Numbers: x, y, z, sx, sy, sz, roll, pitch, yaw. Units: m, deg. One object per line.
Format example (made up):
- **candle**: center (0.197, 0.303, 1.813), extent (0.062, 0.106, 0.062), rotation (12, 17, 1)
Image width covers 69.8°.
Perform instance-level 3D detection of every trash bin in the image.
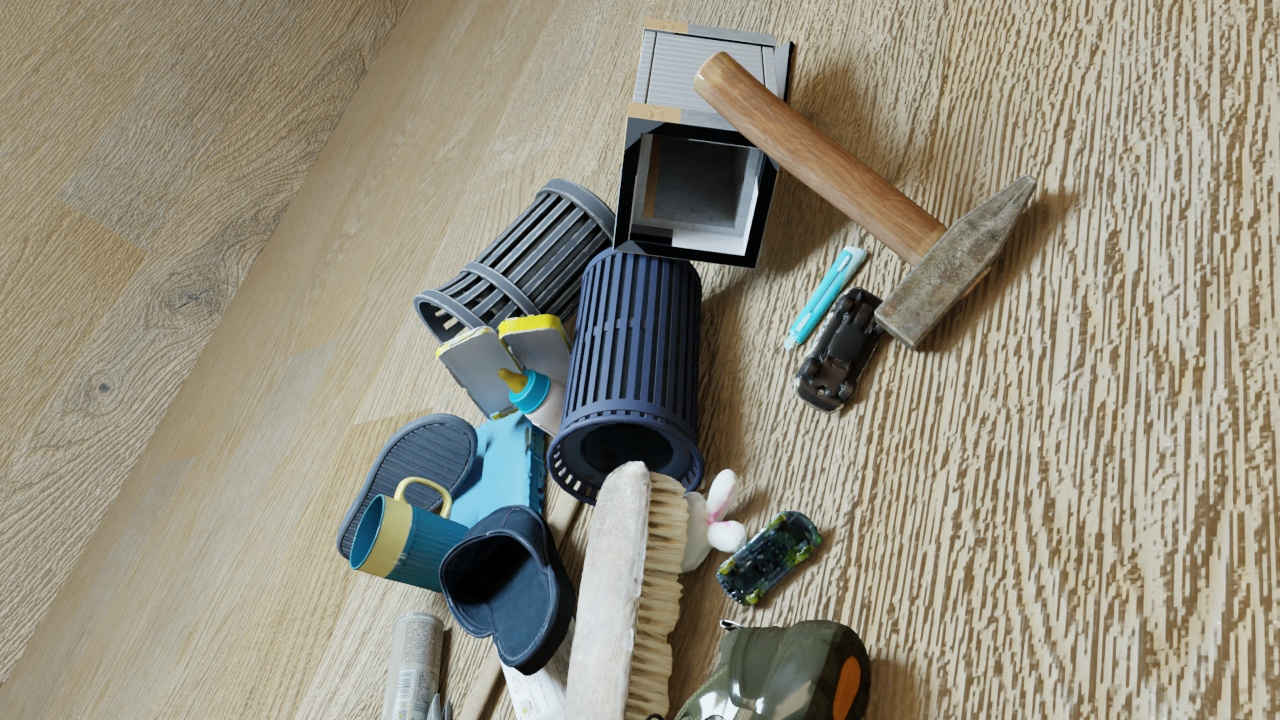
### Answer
- **trash bin**: center (-0.131, -0.095, 1.099), extent (0.227, 0.164, 0.164), rotation (-49, 30, -20)
- **trash bin**: center (-0.006, 0.005, 0.894), extent (0.140, 0.139, 0.248), rotation (-29, 37, 32)
- **trash bin**: center (0.059, -0.231, 0.949), extent (0.246, 0.142, 0.143), rotation (-84, 1, -50)

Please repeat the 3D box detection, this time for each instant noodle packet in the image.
- **instant noodle packet**: center (-0.086, 0.269, 0.821), extent (0.087, 0.026, 0.134), rotation (-36, 44, 4)

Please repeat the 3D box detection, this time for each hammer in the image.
- **hammer**: center (-0.120, 0.241, 0.910), extent (0.120, 0.030, 0.330), rotation (-3, 57, 50)
- **hammer**: center (0.164, -0.164, 0.764), extent (0.301, 0.037, 0.158), rotation (43, 95, 16)

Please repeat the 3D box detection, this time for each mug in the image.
- **mug**: center (-0.245, 0.188, 1.004), extent (0.083, 0.107, 0.113), rotation (-15, 55, 60)

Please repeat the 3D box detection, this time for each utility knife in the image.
- **utility knife**: center (0.169, -0.056, 0.847), extent (0.022, 0.015, 0.116), rotation (33, 87, 28)

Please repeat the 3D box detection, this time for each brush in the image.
- **brush**: center (-0.012, 0.214, 0.736), extent (0.083, 0.056, 0.270), rotation (-27, 49, 49)

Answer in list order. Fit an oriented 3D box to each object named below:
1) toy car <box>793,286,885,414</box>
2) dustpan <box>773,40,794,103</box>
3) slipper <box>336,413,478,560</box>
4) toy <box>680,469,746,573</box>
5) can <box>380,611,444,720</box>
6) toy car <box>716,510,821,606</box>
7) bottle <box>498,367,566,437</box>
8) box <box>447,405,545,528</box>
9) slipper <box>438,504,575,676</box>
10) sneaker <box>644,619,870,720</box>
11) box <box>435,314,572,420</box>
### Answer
- **toy car**: center (0.168, -0.008, 0.775), extent (0.112, 0.048, 0.040), rotation (-59, 1, -10)
- **dustpan**: center (0.080, -0.300, 1.181), extent (0.258, 0.033, 0.162), rotation (-14, 48, 32)
- **slipper**: center (-0.294, 0.147, 1.139), extent (0.264, 0.101, 0.082), rotation (-50, 23, 24)
- **toy**: center (0.043, 0.146, 0.789), extent (0.126, 0.037, 0.075), rotation (-33, 41, 38)
- **can**: center (-0.234, 0.331, 0.943), extent (0.054, 0.054, 0.135), rotation (-35, 37, 25)
- **toy car**: center (0.100, 0.152, 0.715), extent (0.090, 0.038, 0.027), rotation (-44, -8, 11)
- **bottle**: center (-0.091, 0.047, 0.949), extent (0.051, 0.146, 0.051), rotation (-32, 38, 29)
- **box**: center (-0.176, 0.138, 1.080), extent (0.175, 0.033, 0.231), rotation (-38, 35, 27)
- **slipper**: center (-0.139, 0.189, 0.850), extent (0.109, 0.083, 0.266), rotation (-56, 22, -2)
- **sneaker**: center (0.045, 0.270, 0.596), extent (0.143, 0.101, 0.237), rotation (2, 55, 40)
- **box**: center (-0.127, 0.012, 0.966), extent (0.129, 0.210, 0.034), rotation (-17, 68, 1)
